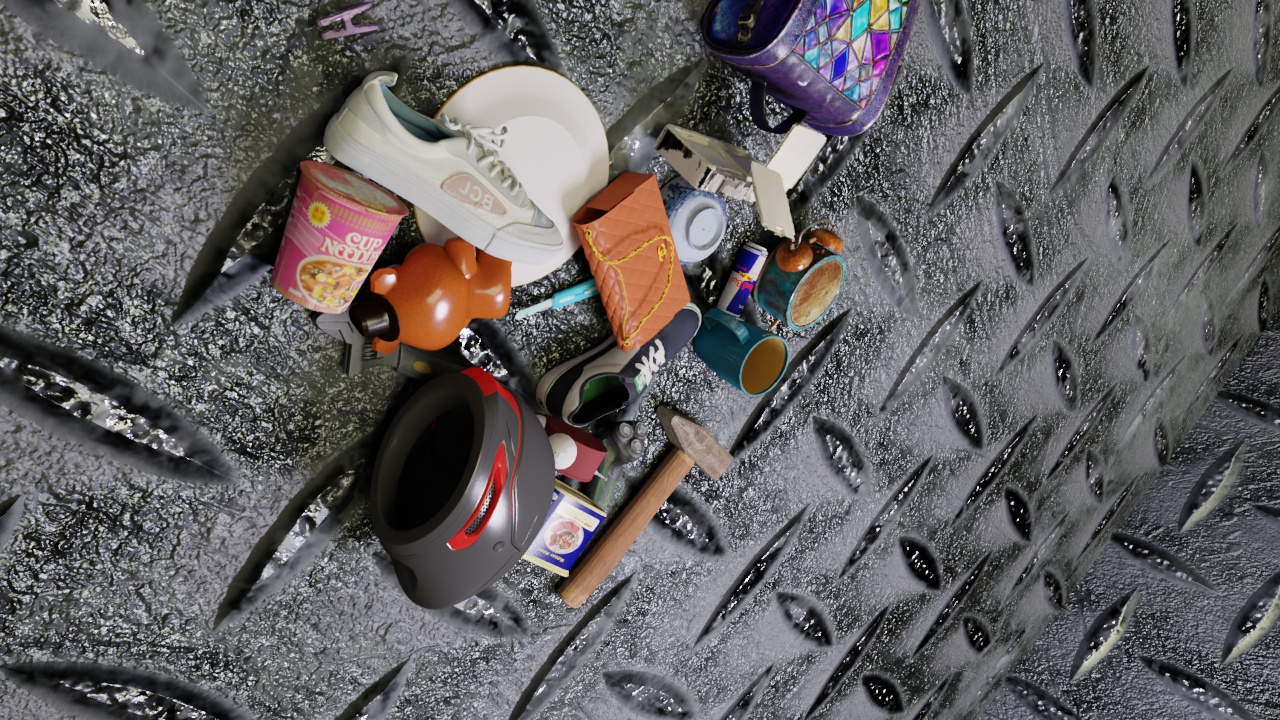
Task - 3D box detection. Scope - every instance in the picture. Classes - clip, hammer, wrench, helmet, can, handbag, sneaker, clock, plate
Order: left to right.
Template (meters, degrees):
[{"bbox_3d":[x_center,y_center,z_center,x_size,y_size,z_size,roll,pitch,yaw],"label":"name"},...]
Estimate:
[{"bbox_3d":[-0.247,-0.284,0.775,0.051,0.013,0.035,-30,129,-22],"label":"clip"},{"bbox_3d":[-0.222,0.007,0.954,0.273,0.022,0.073,28,87,-45],"label":"wrench"},{"bbox_3d":[-0.155,-0.172,0.829,0.242,0.089,0.091,29,114,-31],"label":"sneaker"},{"bbox_3d":[-0.179,0.140,0.964,0.169,0.164,0.265,23,102,-52],"label":"helmet"},{"bbox_3d":[-0.121,-0.180,0.934,0.229,0.021,0.230,-20,125,-31],"label":"plate"},{"bbox_3d":[-0.106,0.199,1.117,0.092,0.056,0.116,-55,136,-3],"label":"can"},{"bbox_3d":[-0.091,0.101,1.074,0.124,0.087,0.044,24,97,-49],"label":"clock"},{"bbox_3d":[-0.009,0.207,1.239,0.300,0.037,0.158,-51,135,-6],"label":"hammer"},{"bbox_3d":[-0.007,0.006,1.097,0.234,0.079,0.084,-33,130,-23],"label":"sneaker"},{"bbox_3d":[-0.006,-0.107,1.027,0.108,0.060,0.172,-45,134,-30],"label":"handbag"},{"bbox_3d":[0.132,-0.105,1.185,0.032,0.032,0.095,14,103,-44],"label":"can"},{"bbox_3d":[0.211,-0.121,1.212,0.121,0.073,0.158,-25,140,-32],"label":"clock"},{"bbox_3d":[0.188,-0.359,1.023,0.204,0.125,0.222,19,98,-45],"label":"handbag"}]

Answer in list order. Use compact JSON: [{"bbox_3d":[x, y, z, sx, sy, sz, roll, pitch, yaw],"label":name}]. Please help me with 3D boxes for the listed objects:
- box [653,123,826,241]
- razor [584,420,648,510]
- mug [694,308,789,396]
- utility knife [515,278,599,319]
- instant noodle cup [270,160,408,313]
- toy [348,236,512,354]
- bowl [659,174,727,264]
[{"bbox_3d":[0.134,-0.215,0.993,0.143,0.193,0.107,1,130,-47],"label":"box"},{"bbox_3d":[-0.036,0.139,1.160,0.053,0.067,0.152,1,121,-37],"label":"razor"},{"bbox_3d":[0.119,-0.022,1.171,0.084,0.104,0.112,-43,132,-13],"label":"mug"},{"bbox_3d":[-0.077,-0.073,1.038,0.151,0.015,0.022,-25,126,-28],"label":"utility knife"},{"bbox_3d":[-0.271,-0.104,0.805,0.097,0.098,0.109,14,111,-44],"label":"instant noodle cup"},{"bbox_3d":[-0.194,-0.063,0.884,0.175,0.096,0.112,-35,150,-44],"label":"toy"},{"bbox_3d":[0.065,-0.161,1.087,0.114,0.045,0.114,-20,125,-31],"label":"bowl"}]
